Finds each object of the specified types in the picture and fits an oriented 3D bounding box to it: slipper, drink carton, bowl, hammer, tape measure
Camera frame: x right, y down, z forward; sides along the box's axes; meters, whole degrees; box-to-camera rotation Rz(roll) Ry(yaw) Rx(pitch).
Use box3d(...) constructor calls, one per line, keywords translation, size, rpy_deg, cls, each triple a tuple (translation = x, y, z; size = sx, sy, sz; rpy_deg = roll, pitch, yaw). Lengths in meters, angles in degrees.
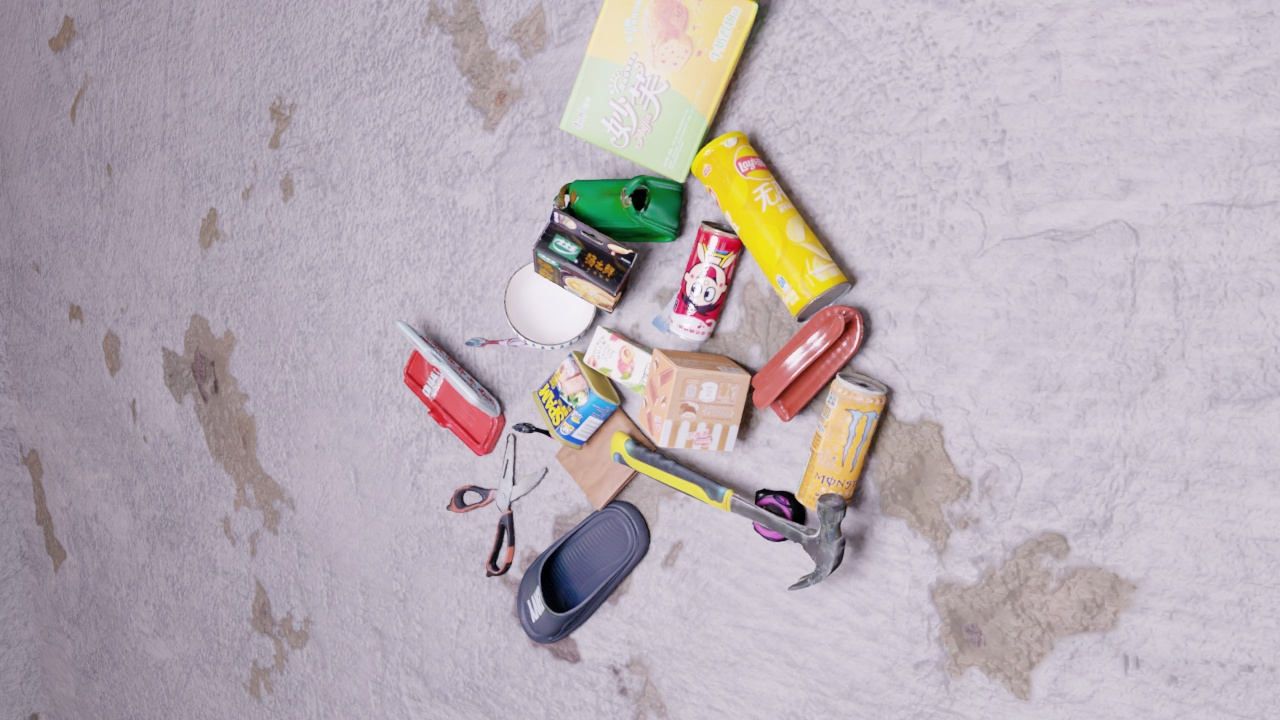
box3d(translation=(-0.098, 0.283, 1.210), size=(0.269, 0.083, 0.110), rpy_deg=(-48, 66, 29), cls="slipper")
box3d(translation=(-0.007, 0.007, 1.132), size=(0.122, 0.045, 0.053), rpy_deg=(29, 101, 30), cls="drink carton")
box3d(translation=(-0.117, -0.066, 1.181), size=(0.066, 0.116, 0.116), rpy_deg=(111, 137, -75), cls="bowl")
box3d(translation=(0.087, 0.156, 1.038), size=(0.324, 0.031, 0.126), rpy_deg=(21, 122, 39), cls="hammer")
box3d(translation=(0.154, 0.176, 1.034), size=(0.058, 0.039, 0.057), rpy_deg=(11, 101, 35), cls="tape measure")

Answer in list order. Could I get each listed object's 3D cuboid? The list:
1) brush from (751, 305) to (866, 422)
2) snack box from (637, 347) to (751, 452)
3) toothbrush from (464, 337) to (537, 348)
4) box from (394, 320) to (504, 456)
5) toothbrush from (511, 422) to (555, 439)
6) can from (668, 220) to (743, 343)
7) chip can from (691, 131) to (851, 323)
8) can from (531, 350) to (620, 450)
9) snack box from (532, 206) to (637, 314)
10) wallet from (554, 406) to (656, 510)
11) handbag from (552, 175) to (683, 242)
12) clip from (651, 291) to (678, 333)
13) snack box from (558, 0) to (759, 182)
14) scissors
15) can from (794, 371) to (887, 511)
box3d(translation=(0.180, -0.001, 0.977), size=(0.063, 0.069, 0.146), rpy_deg=(52, 121, 20), cls="brush")
box3d(translation=(0.059, 0.044, 1.042), size=(0.077, 0.092, 0.094), rpy_deg=(-136, 55, -63), cls="snack box")
box3d(translation=(-0.176, -0.025, 1.272), size=(0.188, 0.017, 0.016), rpy_deg=(1, 96, 37), cls="toothbrush")
box3d(translation=(-0.276, 0.034, 1.322), size=(0.201, 0.073, 0.155), rpy_deg=(39, 146, 27), cls="box")
box3d(translation=(-0.100, 0.104, 1.231), size=(0.189, 0.017, 0.014), rpy_deg=(9, 98, 34), cls="toothbrush")
box3d(translation=(0.074, -0.090, 1.056), size=(0.053, 0.053, 0.133), rpy_deg=(29, 111, 31), cls="can")
box3d(translation=(0.139, -0.145, 0.992), size=(0.072, 0.071, 0.213), rpy_deg=(-42, 72, 32), cls="chip can")
box3d(translation=(-0.082, 0.048, 1.165), size=(0.083, 0.057, 0.102), rpy_deg=(-48, 45, 16), cls="can")
box3d(translation=(-0.069, -0.115, 1.097), size=(0.113, 0.126, 0.053), rpy_deg=(29, 79, 2), cls="snack box")
box3d(translation=(-0.047, 0.119, 1.176), size=(0.115, 0.020, 0.101), rpy_deg=(-49, 65, 13), cls="wallet")
box3d(translation=(-0.023, -0.179, 1.079), size=(0.131, 0.120, 0.068), rpy_deg=(7, 93, 38), cls="handbag")
box3d(translation=(0.040, -0.059, 1.107), size=(0.027, 0.043, 0.058), rpy_deg=(48, 112, 26), cls="clip")
box3d(translation=(0.020, -0.325, 1.020), size=(0.157, 0.070, 0.210), rpy_deg=(24, 111, 0), cls="snack box")
box3d(translation=(-0.204, 0.211, 1.320), size=(0.226, 0.015, 0.189), rpy_deg=(-22, 82, 37), cls="scissors")
box3d(translation=(0.212, 0.089, 0.970), size=(0.058, 0.058, 0.146), rpy_deg=(26, 110, 32), cls="can")
